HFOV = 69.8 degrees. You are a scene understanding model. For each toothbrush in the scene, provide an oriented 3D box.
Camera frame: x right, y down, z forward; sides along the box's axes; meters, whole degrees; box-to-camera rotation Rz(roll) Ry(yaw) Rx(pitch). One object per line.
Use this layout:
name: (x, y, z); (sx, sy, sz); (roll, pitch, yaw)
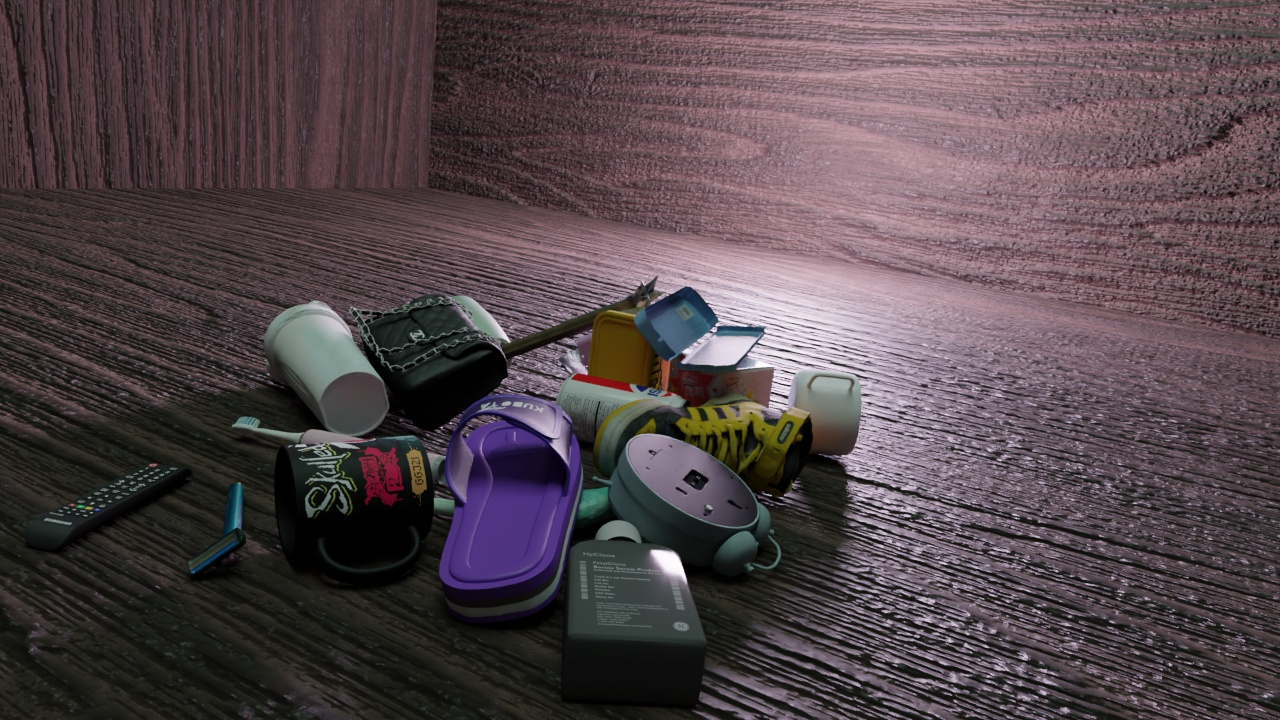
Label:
toothbrush: (-0.192, 0.120, 0.764); (0.155, 0.015, 0.022); (7, 16, 1)
toothbrush: (-0.282, 0.080, 0.851); (0.223, 0.027, 0.026); (11, 44, 14)

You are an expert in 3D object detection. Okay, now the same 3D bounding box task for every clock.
clock: (0.045, 0.120, 0.751); (0.159, 0.045, 0.122); (33, 20, 11)

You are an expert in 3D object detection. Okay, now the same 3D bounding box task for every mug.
mug: (0.202, 0.051, 1.011); (0.068, 0.116, 0.094); (6, 52, 2)
mug: (-0.226, -0.018, 1.159); (0.111, 0.084, 0.104); (-22, 42, -29)
mug: (-0.209, 0.113, 0.678); (0.098, 0.082, 0.118); (-3, 45, -32)

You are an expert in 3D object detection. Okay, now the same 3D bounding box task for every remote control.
remote control: (-0.406, 0.108, 0.710); (0.033, 0.015, 0.146); (9, 15, 8)

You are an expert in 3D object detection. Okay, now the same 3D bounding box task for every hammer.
hammer: (-0.133, -0.020, 1.111); (0.316, 0.028, 0.147); (-21, -6, -21)

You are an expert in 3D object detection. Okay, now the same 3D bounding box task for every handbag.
handbag: (-0.226, -0.020, 0.990); (0.125, 0.115, 0.154); (-28, 39, -20)

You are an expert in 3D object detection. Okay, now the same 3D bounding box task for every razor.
razor: (-0.310, 0.123, 0.694); (0.042, 0.022, 0.144); (-34, 20, -9)

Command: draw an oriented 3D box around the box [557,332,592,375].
box: (-0.020, -0.005, 1.214); (0.071, 0.084, 0.229); (-17, 2, 30)

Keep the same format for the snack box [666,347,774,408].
snack box: (0.086, 0.041, 1.029); (0.079, 0.095, 0.093); (-4, 19, -36)

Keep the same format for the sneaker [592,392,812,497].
sneaker: (0.073, 0.085, 0.869); (0.122, 0.086, 0.238); (17, 16, 40)

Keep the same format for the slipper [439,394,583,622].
slipper: (-0.104, 0.083, 0.713); (0.107, 0.084, 0.266); (-7, 23, 0)

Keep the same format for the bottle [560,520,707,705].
bottle: (-0.011, 0.161, 0.623); (0.083, 0.046, 0.173); (5, 15, -6)

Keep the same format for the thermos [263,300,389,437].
thermos: (-0.342, 0.008, 0.986); (0.099, 0.099, 0.220); (-3, 21, -33)

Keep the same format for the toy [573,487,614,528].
toy: (-0.066, 0.119, 0.781); (0.105, 0.033, 0.085); (5, 18, 11)

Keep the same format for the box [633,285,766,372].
box: (0.068, -0.030, 1.028); (0.125, 0.043, 0.209); (30, 20, 9)

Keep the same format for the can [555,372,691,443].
can: (-0.018, 0.058, 0.965); (0.132, 0.070, 0.070); (11, 15, 17)

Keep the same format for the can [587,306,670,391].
can: (-0.006, 0.006, 1.057); (0.073, 0.131, 0.100); (13, 13, 22)
